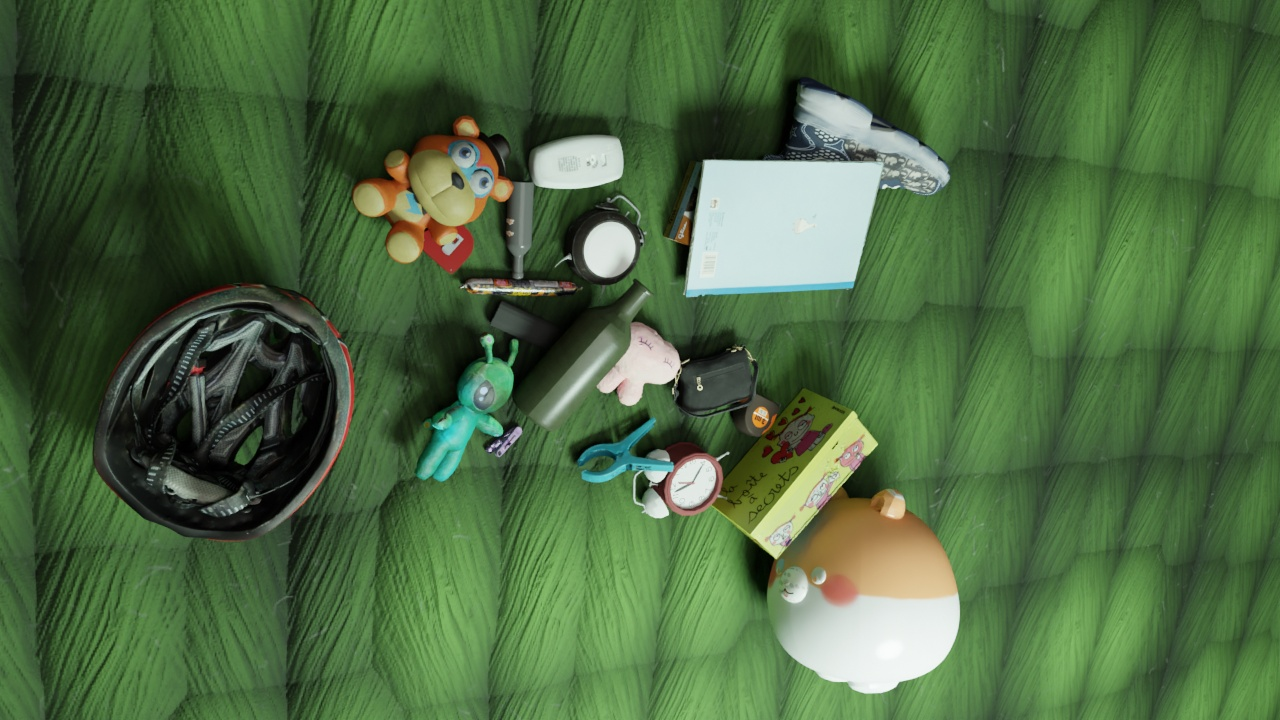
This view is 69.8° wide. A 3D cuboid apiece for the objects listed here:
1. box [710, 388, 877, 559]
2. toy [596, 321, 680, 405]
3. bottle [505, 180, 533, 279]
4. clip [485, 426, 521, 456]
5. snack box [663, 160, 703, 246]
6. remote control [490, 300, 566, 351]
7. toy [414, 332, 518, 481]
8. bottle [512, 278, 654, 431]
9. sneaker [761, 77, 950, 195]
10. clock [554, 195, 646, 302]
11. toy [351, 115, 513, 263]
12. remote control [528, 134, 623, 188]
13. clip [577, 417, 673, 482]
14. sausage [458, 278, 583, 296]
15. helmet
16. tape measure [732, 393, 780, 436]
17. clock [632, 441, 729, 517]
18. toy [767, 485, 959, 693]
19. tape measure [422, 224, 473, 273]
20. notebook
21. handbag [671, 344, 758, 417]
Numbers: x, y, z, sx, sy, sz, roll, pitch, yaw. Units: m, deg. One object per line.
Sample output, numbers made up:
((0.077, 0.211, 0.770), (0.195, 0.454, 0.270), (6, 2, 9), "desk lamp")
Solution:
((0.209, 0.156, 1.281), (0.221, 0.124, 0.080), (-45, 119, -5), "box")
((-0.007, 0.007, 1.172), (0.108, 0.053, 0.105), (31, 105, -31), "toy")
((-0.141, -0.151, 1.067), (0.030, 0.030, 0.113), (-3, 107, -26), "bottle")
((-0.172, 0.102, 1.138), (0.014, 0.045, 0.050), (60, 34, -28), "clip")
((0.130, -0.178, 1.191), (0.185, 0.032, 0.101), (16, 97, -29), "snack box")
((-0.116, -0.031, 1.124), (0.146, 0.015, 0.033), (25, 93, -30), "remote control")
((-0.205, 0.055, 1.080), (0.193, 0.072, 0.130), (-58, 159, 3), "toy")
((-0.063, -0.011, 1.101), (0.071, 0.071, 0.207), (39, 96, -30), "bottle")
((0.289, -0.262, 1.221), (0.269, 0.103, 0.132), (19, 111, -29), "sneaker")
((-0.041, -0.141, 1.111), (0.091, 0.044, 0.122), (39, 86, -30), "clock")
((-0.217, -0.189, 0.989), (0.175, 0.096, 0.112), (-43, 115, -22), "toy")
((-0.075, -0.232, 1.076), (0.114, 0.028, 0.060), (-15, 111, -22), "remote control")
((-0.020, 0.133, 1.190), (0.120, 0.103, 0.027), (-14, 150, -11), "clip")
((-0.141, -0.087, 1.092), (0.155, 0.020, 0.020), (0, 105, -26), "sausage")
((-0.404, 0.045, 0.915), (0.217, 0.167, 0.272), (31, 96, -19), "helmet")
((0.157, 0.076, 1.280), (0.058, 0.038, 0.058), (26, 79, -30), "tape measure")
((0.052, 0.163, 1.246), (0.137, 0.048, 0.096), (-8, 108, -25), "clock")
((0.310, 0.319, 1.303), (0.265, 0.263, 0.280), (5, 85, -30), "toy")
((-0.219, -0.135, 1.039), (0.051, 0.019, 0.059), (-49, 120, -5), "tape measure")
((0.183, -0.169, 1.175), (0.253, 0.009, 0.181), (-4, 121, -20), "notebook")
((0.101, 0.026, 1.227), (0.128, 0.054, 0.079), (-17, 108, -19), "handbag")
